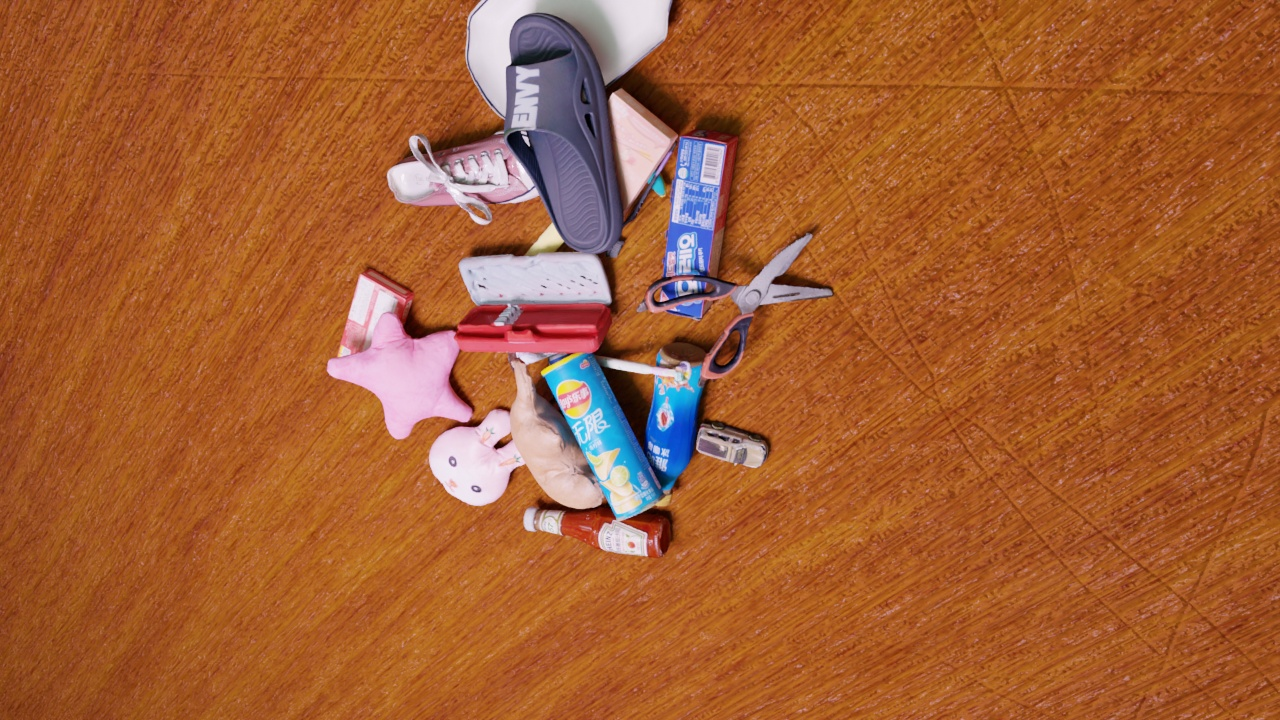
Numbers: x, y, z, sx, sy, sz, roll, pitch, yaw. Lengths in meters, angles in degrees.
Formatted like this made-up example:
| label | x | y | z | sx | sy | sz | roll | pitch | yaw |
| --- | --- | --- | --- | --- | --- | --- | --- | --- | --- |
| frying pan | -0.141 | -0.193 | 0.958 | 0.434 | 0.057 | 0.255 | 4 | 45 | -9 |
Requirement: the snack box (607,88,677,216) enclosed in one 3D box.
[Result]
| label | x | y | z | sx | sy | sz | roll | pitch | yaw |
| --- | --- | --- | --- | --- | --- | --- | --- | --- | --- |
| snack box | -0.032 | -0.220 | 1.044 | 0.084 | 0.026 | 0.158 | 41 | 127 | 2 |

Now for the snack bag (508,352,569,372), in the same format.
| label | x | y | z | sx | sy | sz | roll | pitch | yaw |
| --- | --- | --- | --- | --- | --- | --- | --- | --- | --- |
| snack bag | -0.132 | -0.017 | 1.198 | 0.105 | 0.026 | 0.045 | -18 | 81 | 30 |

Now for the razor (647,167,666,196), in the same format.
| label | x | y | z | sx | sy | sz | roll | pitch | yaw |
| --- | --- | --- | --- | --- | --- | --- | --- | --- | --- |
| razor | -0.013 | -0.242 | 1.055 | 0.132 | 0.028 | 0.043 | 49 | 124 | -3 |

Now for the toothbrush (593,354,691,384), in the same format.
| label | x | y | z | sx | sy | sz | roll | pitch | yaw |
| --- | --- | --- | --- | --- | --- | --- | --- | --- | --- |
| toothbrush | -0.007 | 0.007 | 1.119 | 0.020 | 0.029 | 0.190 | 31 | 166 | -37 |

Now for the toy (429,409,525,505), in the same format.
| label | x | y | z | sx | sy | sz | roll | pitch | yaw |
| --- | --- | --- | --- | --- | --- | --- | --- | --- | --- |
| toy | -0.224 | 0.136 | 1.291 | 0.160 | 0.054 | 0.121 | -39 | 96 | 22 |

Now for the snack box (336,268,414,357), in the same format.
| label | x | y | z | sx | sy | sz | roll | pitch | yaw |
| --- | --- | --- | --- | --- | --- | --- | --- | --- | --- |
| snack box | -0.372 | -0.045 | 1.282 | 0.075 | 0.025 | 0.153 | 29 | 120 | 6 |

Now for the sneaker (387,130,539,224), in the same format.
| label | x | y | z | sx | sy | sz | roll | pitch | yaw |
| --- | --- | --- | --- | --- | --- | --- | --- | --- | --- |
| sneaker | -0.209 | -0.223 | 1.105 | 0.241 | 0.087 | 0.118 | -3 | 111 | 21 |

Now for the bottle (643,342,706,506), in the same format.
| label | x | y | z | sx | sy | sz | roll | pitch | yaw |
| --- | --- | --- | --- | --- | --- | --- | --- | --- | --- |
| bottle | 0.040 | 0.087 | 1.156 | 0.065 | 0.065 | 0.219 | 15 | 117 | 15 |

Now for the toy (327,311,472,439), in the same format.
| label | x | y | z | sx | sy | sz | roll | pitch | yaw |
| --- | --- | --- | --- | --- | --- | --- | --- | --- | --- |
| toy | -0.306 | 0.021 | 1.255 | 0.179 | 0.074 | 0.194 | -36 | 115 | 10 |

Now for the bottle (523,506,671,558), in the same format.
| label | x | y | z | sx | sy | sz | roll | pitch | yaw |
| --- | --- | --- | --- | --- | --- | --- | --- | --- | --- |
| bottle | -0.062 | 0.230 | 1.261 | 0.206 | 0.059 | 0.060 | 4 | 113 | 19 |

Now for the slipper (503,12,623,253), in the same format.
| label | x | y | z | sx | sy | sz | roll | pitch | yaw |
| --- | --- | --- | --- | --- | --- | --- | --- | --- | --- |
| slipper | -0.091 | -0.241 | 1.000 | 0.111 | 0.083 | 0.268 | -3 | 109 | 35 |

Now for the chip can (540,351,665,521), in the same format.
| label | x | y | z | sx | sy | sz | roll | pitch | yaw |
| --- | --- | --- | --- | --- | --- | --- | --- | --- | --- |
| chip can | -0.046 | 0.091 | 1.144 | 0.071 | 0.071 | 0.210 | -27 | 89 | 28 |

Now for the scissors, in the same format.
| label | x | y | z | sx | sy | sz | roll | pitch | yaw |
| --- | --- | --- | --- | --- | --- | --- | --- | --- | --- |
| scissors | 0.107 | -0.066 | 1.044 | 0.189 | 0.015 | 0.225 | 28 | 110 | -17 |

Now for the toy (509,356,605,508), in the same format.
| label | x | y | z | sx | sy | sz | roll | pitch | yaw |
| --- | --- | --- | --- | --- | --- | --- | --- | --- | --- |
| toy | -0.124 | 0.099 | 1.198 | 0.144 | 0.082 | 0.226 | -6 | 121 | 58 |

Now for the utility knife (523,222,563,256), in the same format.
| label | x | y | z | sx | sy | sz | roll | pitch | yaw |
| --- | --- | --- | --- | --- | --- | --- | --- | --- | --- |
| utility knife | -0.116 | -0.148 | 1.142 | 0.031 | 0.019 | 0.179 | 48 | 117 | 1 |

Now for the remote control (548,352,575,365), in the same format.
| label | x | y | z | sx | sy | sz | roll | pitch | yaw |
| --- | --- | --- | --- | --- | --- | --- | --- | --- | --- |
| remote control | -0.075 | 0.043 | 1.205 | 0.049 | 0.024 | 0.125 | -20 | 100 | 27 |

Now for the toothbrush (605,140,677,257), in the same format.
| label | x | y | z | sx | sy | sz | roll | pitch | yaw |
| --- | --- | --- | --- | --- | --- | --- | --- | --- | --- |
| toothbrush | 0.002 | -0.182 | 1.062 | 0.017 | 0.014 | 0.190 | 30 | 134 | -6 |

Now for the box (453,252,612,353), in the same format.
| label | x | y | z | sx | sy | sz | roll | pitch | yaw |
| --- | --- | --- | --- | --- | --- | --- | --- | --- | --- |
| box | -0.141 | -0.071 | 1.135 | 0.201 | 0.094 | 0.100 | 0 | 129 | 22 |

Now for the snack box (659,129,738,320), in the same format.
| label | x | y | z | sx | sy | sz | roll | pitch | yaw |
| --- | --- | --- | --- | --- | --- | --- | --- | --- | --- |
| snack box | 0.065 | -0.153 | 1.046 | 0.057 | 0.058 | 0.208 | 13 | 116 | 15 |

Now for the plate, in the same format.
| label | x | y | z | sx | sy | sz | roll | pitch | yaw |
| --- | --- | --- | --- | --- | --- | --- | --- | --- | --- |
| plate | -0.079 | -0.373 | 1.021 | 0.266 | 0.034 | 0.162 | -31 | 98 | 29 |

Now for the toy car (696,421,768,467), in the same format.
| label | x | y | z | sx | sy | sz | roll | pitch | yaw |
| --- | --- | --- | --- | --- | --- | --- | --- | --- | --- |
| toy car | 0.115 | 0.109 | 1.155 | 0.090 | 0.035 | 0.042 | 16 | 118 | 12 |
